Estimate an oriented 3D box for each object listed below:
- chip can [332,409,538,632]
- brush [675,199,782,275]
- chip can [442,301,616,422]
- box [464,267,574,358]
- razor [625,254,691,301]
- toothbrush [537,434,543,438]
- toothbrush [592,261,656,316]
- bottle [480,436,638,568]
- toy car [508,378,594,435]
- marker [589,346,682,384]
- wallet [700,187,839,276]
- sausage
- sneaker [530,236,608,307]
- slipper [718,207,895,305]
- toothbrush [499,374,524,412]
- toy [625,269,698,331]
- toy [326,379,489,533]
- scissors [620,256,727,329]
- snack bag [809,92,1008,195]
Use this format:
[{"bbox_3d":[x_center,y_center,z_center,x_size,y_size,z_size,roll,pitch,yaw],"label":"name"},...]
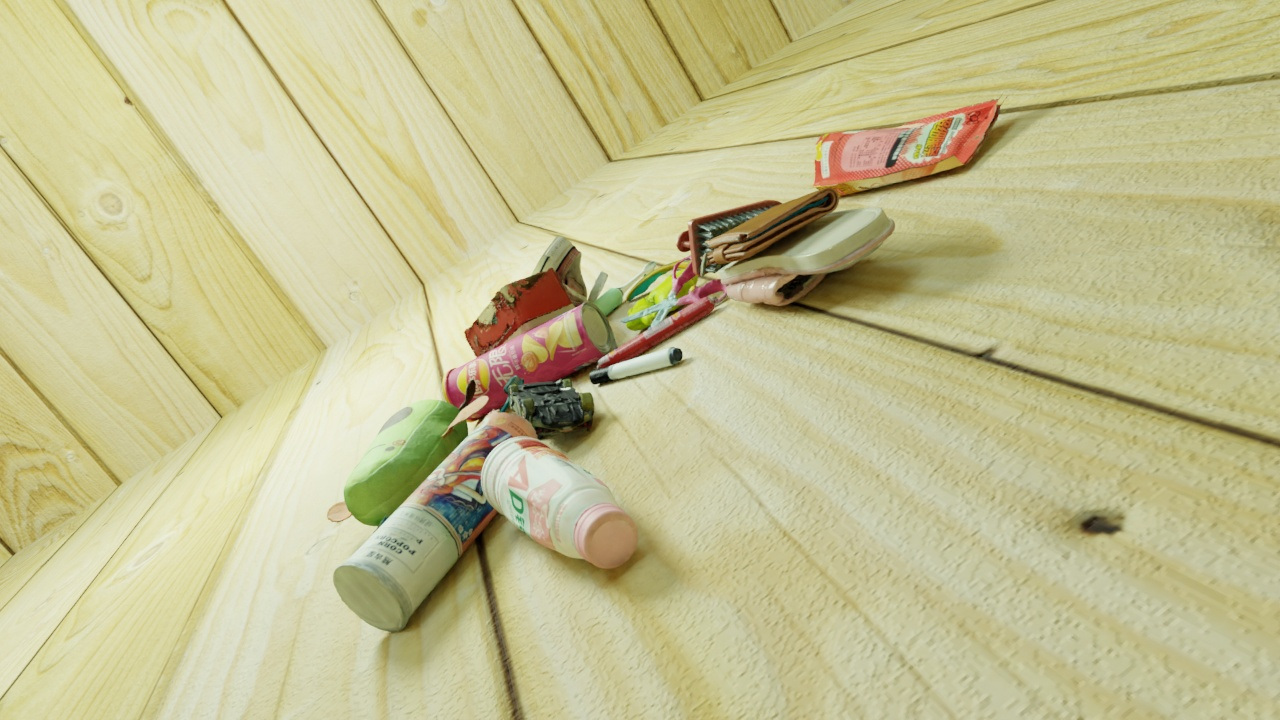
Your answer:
[{"bbox_3d":[-0.166,0.131,0.794,0.071,0.071,0.214,-19,21,39],"label":"chip can"},{"bbox_3d":[0.113,-0.145,1.036,0.145,0.063,0.069,-21,25,-29],"label":"brush"},{"bbox_3d":[-0.134,0.004,1.090,0.211,0.071,0.071,-25,18,24],"label":"chip can"},{"bbox_3d":[-0.163,-0.055,1.183,0.091,0.079,0.169,-25,-7,-35],"label":"box"},{"bbox_3d":[0.029,-0.107,1.192,0.133,0.028,0.043,-23,23,35],"label":"razor"},{"bbox_3d":[-0.157,0.084,1.006,0.181,0.015,0.018,-13,20,48],"label":"toothbrush"},{"bbox_3d":[-0.053,-0.070,1.230,0.223,0.026,0.027,-42,-17,-27],"label":"toothbrush"},{"bbox_3d":[-0.061,0.107,0.687,0.068,0.068,0.197,-38,22,-17],"label":"bottle"},{"bbox_3d":[-0.092,0.046,0.928,0.070,0.042,0.158,-5,12,-15],"label":"toy car"},{"bbox_3d":[-0.006,0.006,0.947,0.131,0.018,0.022,-16,14,45],"label":"marker"},{"bbox_3d":[0.112,-0.123,0.872,0.119,0.035,0.131,-33,8,-9],"label":"wallet"},{"bbox_3d":[0.016,-0.028,0.997,0.156,0.020,0.020,-30,17,8],"label":"sausage"},{"bbox_3d":[-0.115,-0.084,1.280,0.118,0.088,0.242,-55,1,-27],"label":"sneaker"},{"bbox_3d":[0.154,-0.093,0.868,0.114,0.054,0.275,-34,10,-14],"label":"slipper"},{"bbox_3d":[-0.170,0.082,0.982,0.016,0.018,0.191,-21,30,40],"label":"toothbrush"},{"bbox_3d":[0.028,-0.072,1.083,0.100,0.031,0.096,-30,21,19],"label":"toy"},{"bbox_3d":[-0.245,0.104,0.977,0.227,0.090,0.246,-40,11,13],"label":"toy"},{"bbox_3d":[0.036,-0.073,1.037,0.133,0.017,0.125,-20,46,18],"label":"scissors"},{"bbox_3d":[0.291,-0.236,1.020,0.128,0.073,0.208,-47,26,-27],"label":"snack bag"}]
